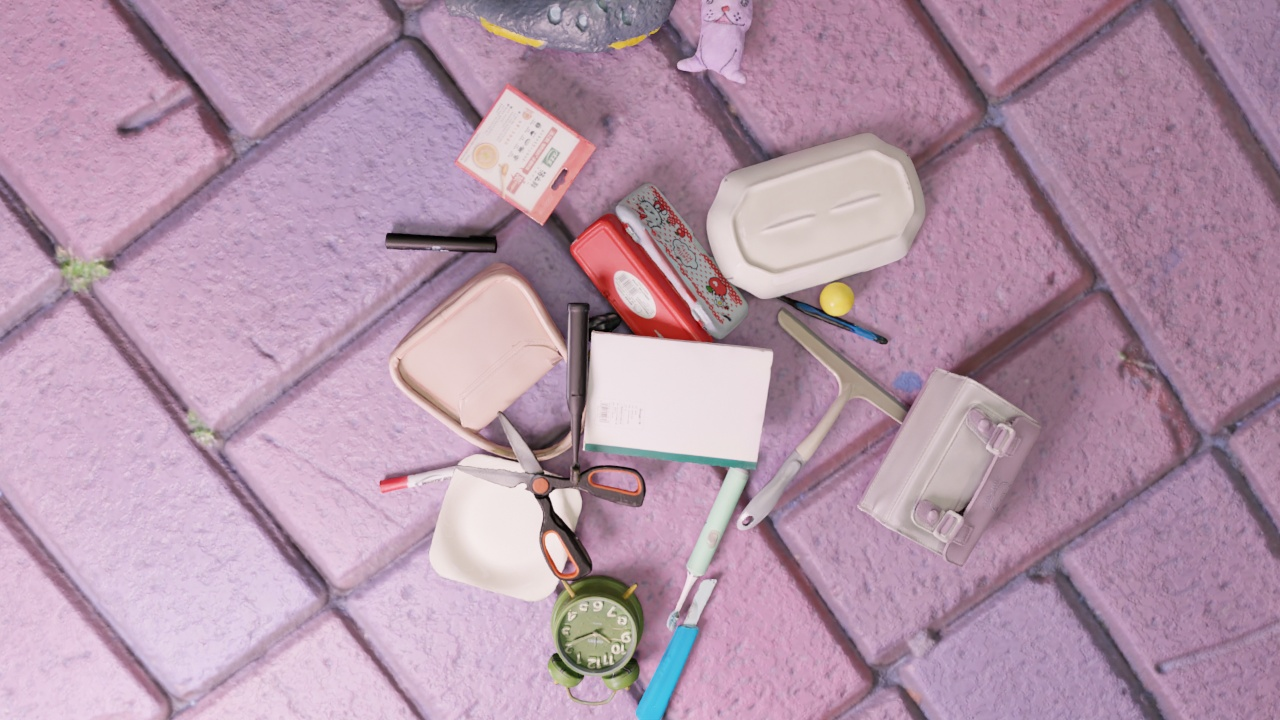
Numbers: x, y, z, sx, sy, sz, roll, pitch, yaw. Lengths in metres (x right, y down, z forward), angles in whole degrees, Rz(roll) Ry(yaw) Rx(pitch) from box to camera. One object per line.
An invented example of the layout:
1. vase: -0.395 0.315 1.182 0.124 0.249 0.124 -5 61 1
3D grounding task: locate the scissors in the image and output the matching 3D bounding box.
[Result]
1. scissors: -0.099 0.157 1.090 0.230 0.022 0.221 -11 97 -7

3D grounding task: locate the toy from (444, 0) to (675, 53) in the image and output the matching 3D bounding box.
1. toy: -0.042 -0.420 1.045 0.356 0.091 0.137 -18 68 0

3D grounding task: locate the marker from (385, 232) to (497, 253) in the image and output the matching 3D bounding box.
1. marker: -0.238 -0.141 1.096 0.132 0.020 0.022 2 79 -1

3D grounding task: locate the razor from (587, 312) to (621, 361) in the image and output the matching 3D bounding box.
1. razor: -0.007 0.006 1.102 0.167 0.062 0.067 43 62 -9

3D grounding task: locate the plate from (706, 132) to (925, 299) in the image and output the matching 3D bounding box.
1. plate: 0.211 -0.172 1.083 0.265 0.034 0.162 -16 92 -3

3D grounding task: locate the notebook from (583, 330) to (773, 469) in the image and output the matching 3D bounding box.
1. notebook: 0.041 0.048 1.070 0.209 0.012 0.150 6 108 3

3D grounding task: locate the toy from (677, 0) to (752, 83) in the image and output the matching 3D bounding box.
1. toy: 0.093 -0.382 1.068 0.084 0.039 0.108 12 96 7

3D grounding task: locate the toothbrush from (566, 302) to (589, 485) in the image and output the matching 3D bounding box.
1. toothbrush: -0.074 0.040 1.060 0.026 0.027 0.213 0 97 -13

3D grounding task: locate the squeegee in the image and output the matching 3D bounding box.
1. squeegee: 0.195 0.106 1.100 0.246 0.039 0.246 39 87 -4

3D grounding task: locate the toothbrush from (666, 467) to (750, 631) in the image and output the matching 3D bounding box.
1. toothbrush: 0.080 0.231 1.132 0.026 0.027 0.224 23 95 -8

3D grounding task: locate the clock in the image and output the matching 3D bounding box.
1. clock: -0.055 0.345 1.127 0.116 0.056 0.161 4 96 0

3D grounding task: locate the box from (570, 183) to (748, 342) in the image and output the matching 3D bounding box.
1. box: 0.026 -0.100 1.095 0.113 0.099 0.201 -34 97 37

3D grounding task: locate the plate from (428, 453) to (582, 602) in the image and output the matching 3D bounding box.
1. plate: -0.163 0.201 1.120 0.164 0.034 0.163 18 95 -5

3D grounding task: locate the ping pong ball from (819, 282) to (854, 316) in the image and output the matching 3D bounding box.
1. ping pong ball: 0.235 -0.073 1.098 0.040 0.040 0.040 0 95 -1

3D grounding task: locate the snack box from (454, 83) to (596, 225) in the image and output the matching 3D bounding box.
1. snack box: -0.133 -0.239 1.076 0.127 0.044 0.113 35 93 -3

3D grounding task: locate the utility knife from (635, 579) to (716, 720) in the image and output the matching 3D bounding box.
1. utility knife: 0.047 0.365 1.148 0.034 0.018 0.209 24 96 -3

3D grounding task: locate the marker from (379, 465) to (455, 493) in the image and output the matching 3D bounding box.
1. marker: -0.247 0.141 1.125 0.145 0.017 0.017 -11 95 0

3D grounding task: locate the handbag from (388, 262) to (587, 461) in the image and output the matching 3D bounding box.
1. handbag: -0.160 0.022 1.091 0.193 0.093 0.234 -40 103 3

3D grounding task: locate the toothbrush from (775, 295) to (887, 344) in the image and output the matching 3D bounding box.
1. toothbrush: 0.215 -0.057 1.115 0.189 0.016 0.014 22 85 -5

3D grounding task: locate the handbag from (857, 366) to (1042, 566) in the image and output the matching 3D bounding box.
1. handbag: 0.371 0.129 1.085 0.145 0.098 0.197 28 93 -23
